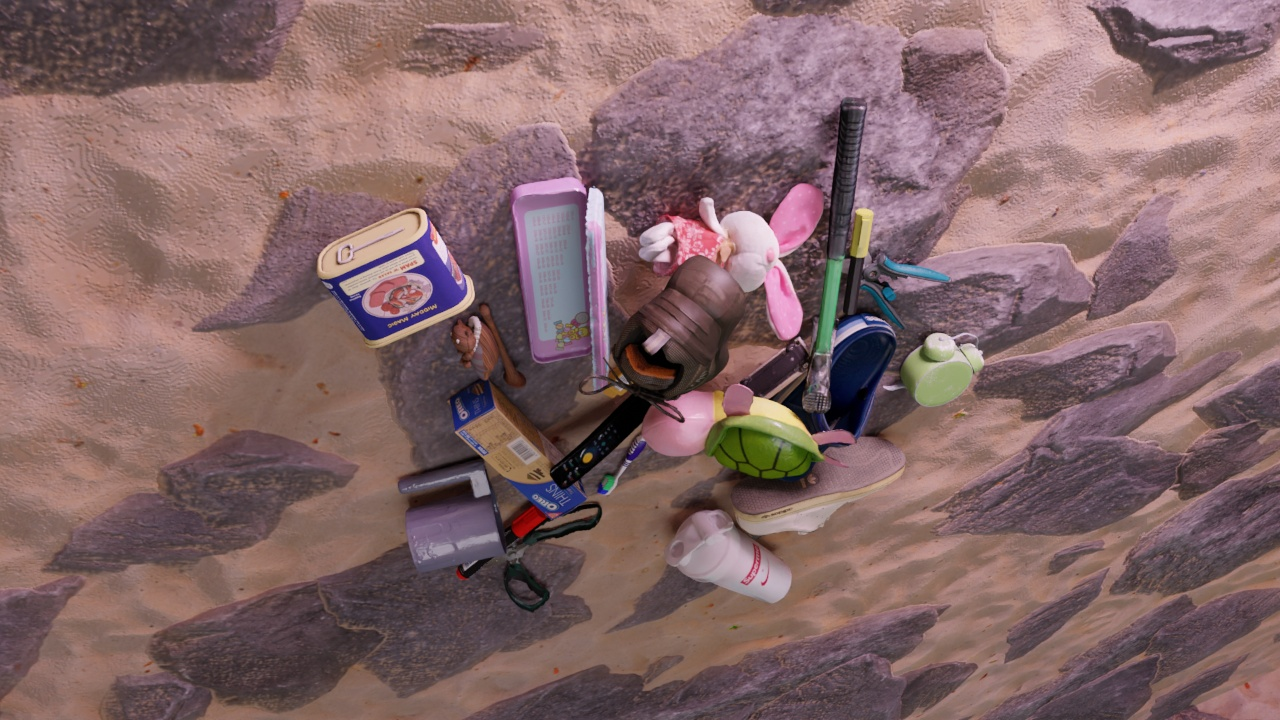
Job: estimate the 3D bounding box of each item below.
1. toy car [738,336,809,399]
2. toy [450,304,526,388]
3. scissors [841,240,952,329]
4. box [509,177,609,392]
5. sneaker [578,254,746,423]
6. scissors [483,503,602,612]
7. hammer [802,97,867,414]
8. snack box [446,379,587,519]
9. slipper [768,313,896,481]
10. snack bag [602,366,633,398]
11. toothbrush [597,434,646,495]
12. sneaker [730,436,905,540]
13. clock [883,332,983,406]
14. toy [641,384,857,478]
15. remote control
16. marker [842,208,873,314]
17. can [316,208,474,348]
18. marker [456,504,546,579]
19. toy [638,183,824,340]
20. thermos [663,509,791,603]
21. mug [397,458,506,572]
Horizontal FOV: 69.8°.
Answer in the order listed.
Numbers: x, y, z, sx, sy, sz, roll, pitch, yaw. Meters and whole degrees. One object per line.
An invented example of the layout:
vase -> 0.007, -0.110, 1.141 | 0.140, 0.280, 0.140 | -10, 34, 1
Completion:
toy car -> 0.159, 0.022, 1.094 | 0.113, 0.039, 0.039 | -39, 153, 16
toy -> -0.161, -0.008, 0.952 | 0.054, 0.041, 0.102 | -33, 129, -19
scissors -> 0.287, -0.090, 1.037 | 0.124, 0.019, 0.156 | -21, 128, 9
box -> -0.068, -0.063, 0.896 | 0.089, 0.092, 0.215 | -11, 134, -10
sneaker -> 0.018, 0.010, 0.886 | 0.142, 0.101, 0.238 | -48, 172, -23
scissors -> -0.128, 0.260, 1.226 | 0.202, 0.015, 0.202 | -23, 133, 3
hammer -> 0.201, -0.109, 0.948 | 0.032, 0.130, 0.319 | 7, 123, 11
snack box -> -0.138, 0.106, 1.053 | 0.057, 0.056, 0.207 | -31, 133, 6
slipper -> 0.222, 0.057, 1.110 | 0.105, 0.095, 0.253 | 11, 124, -30
snack bag -> -0.006, 0.006, 1.031 | 0.026, 0.020, 0.099 | 34, 114, -30
toothbrush -> -0.002, 0.103, 1.127 | 0.016, 0.015, 0.187 | 19, 122, -27
sneaker -> 0.240, 0.183, 1.225 | 0.241, 0.088, 0.102 | -16, 129, -6
clock -> 0.377, 0.011, 1.154 | 0.094, 0.042, 0.120 | 13, 125, -30
toy -> 0.120, 0.083, 1.035 | 0.238, 0.087, 0.190 | 12, 163, 7
remote control -> -0.043, 0.088, 1.057 | 0.151, 0.020, 0.041 | -42, 136, -13
marker -> 0.236, -0.105, 0.999 | 0.017, 0.021, 0.124 | 1, 125, 1
can -> -0.228, -0.077, 0.853 | 0.116, 0.056, 0.092 | -23, 133, 3
marker -> -0.180, 0.233, 1.168 | 0.145, 0.021, 0.023 | -39, 93, 16
toy -> 0.089, -0.109, 0.913 | 0.194, 0.084, 0.159 | 7, 100, -22
thermos -> 0.130, 0.277, 1.286 | 0.099, 0.099, 0.220 | -38, 137, 16
mug -> -0.223, 0.184, 1.090 | 0.104, 0.083, 0.124 | -13, 110, -5
